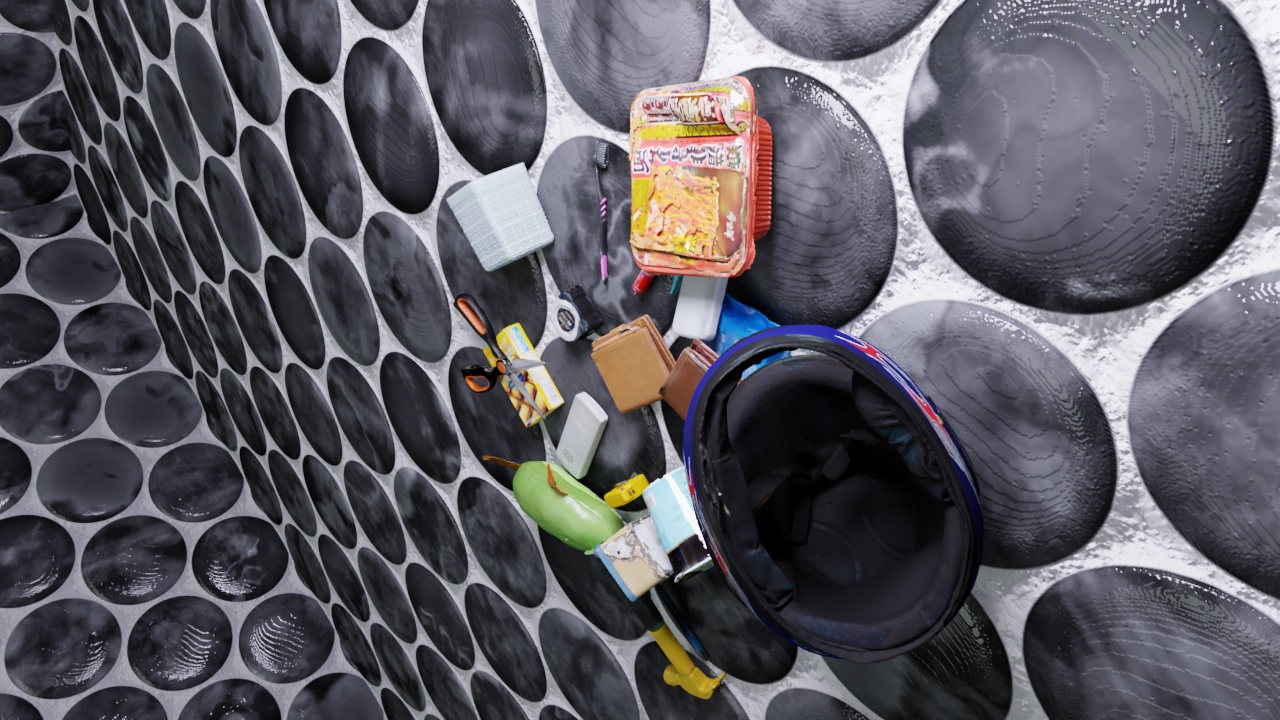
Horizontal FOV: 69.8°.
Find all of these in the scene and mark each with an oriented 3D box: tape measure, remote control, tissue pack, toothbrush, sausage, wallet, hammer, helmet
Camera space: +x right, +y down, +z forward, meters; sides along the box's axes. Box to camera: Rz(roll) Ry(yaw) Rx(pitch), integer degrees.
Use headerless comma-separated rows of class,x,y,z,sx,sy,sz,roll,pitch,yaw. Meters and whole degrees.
tape measure,-0.017,0.176,1.257,0.029,0.057,0.060,60,148,1
remote control,0.070,-0.089,0.974,0.056,0.020,0.136,15,93,48
tissue pack,0.112,0.005,1.001,0.095,0.052,0.157,32,133,33
toothbrush,0.041,0.357,1.336,0.189,0.014,0.016,54,144,10
tape measure,-0.089,-0.059,1.219,0.066,0.033,0.065,-34,83,51
toothbrush,-0.044,-0.174,1.112,0.018,0.014,0.189,18,126,29
remote control,-0.085,0.110,1.329,0.058,0.021,0.150,46,140,21
sausage,0.021,-0.124,1.057,0.020,0.020,0.156,51,142,16
wallet,-0.007,0.007,1.164,0.132,0.031,0.108,-25,94,53
wallet,0.073,0.042,0.993,0.101,0.032,0.125,43,150,9
hammer,0.021,0.370,1.289,0.129,0.032,0.301,-2,127,50
helmet,0.166,0.109,0.840,0.315,0.247,0.240,61,-173,-6

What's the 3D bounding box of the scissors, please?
scissors,-0.213,-0.003,1.364,0.235,0.021,0.221,-20,99,52

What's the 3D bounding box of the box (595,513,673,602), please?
box,0.005,0.254,1.208,0.090,0.061,0.184,54,-175,13

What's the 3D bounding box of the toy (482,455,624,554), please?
toy,-0.121,0.214,1.377,0.247,0.089,0.227,30,158,27

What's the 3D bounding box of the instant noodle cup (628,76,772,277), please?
instant noodle cup,0.063,-0.176,0.907,0.165,0.079,0.189,12,105,47

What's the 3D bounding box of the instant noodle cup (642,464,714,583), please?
instant noodle cup,0.064,0.198,1.146,0.120,0.111,0.111,61,144,18

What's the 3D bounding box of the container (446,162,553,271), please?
container,-0.181,-0.186,1.209,0.090,0.090,0.111,-16,102,53

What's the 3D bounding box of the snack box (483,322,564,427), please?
snack box,-0.176,0.023,1.377,0.087,0.033,0.140,-35,81,52

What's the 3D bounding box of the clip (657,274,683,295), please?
clip,0.041,-0.101,1.054,0.034,0.013,0.055,57,145,6
